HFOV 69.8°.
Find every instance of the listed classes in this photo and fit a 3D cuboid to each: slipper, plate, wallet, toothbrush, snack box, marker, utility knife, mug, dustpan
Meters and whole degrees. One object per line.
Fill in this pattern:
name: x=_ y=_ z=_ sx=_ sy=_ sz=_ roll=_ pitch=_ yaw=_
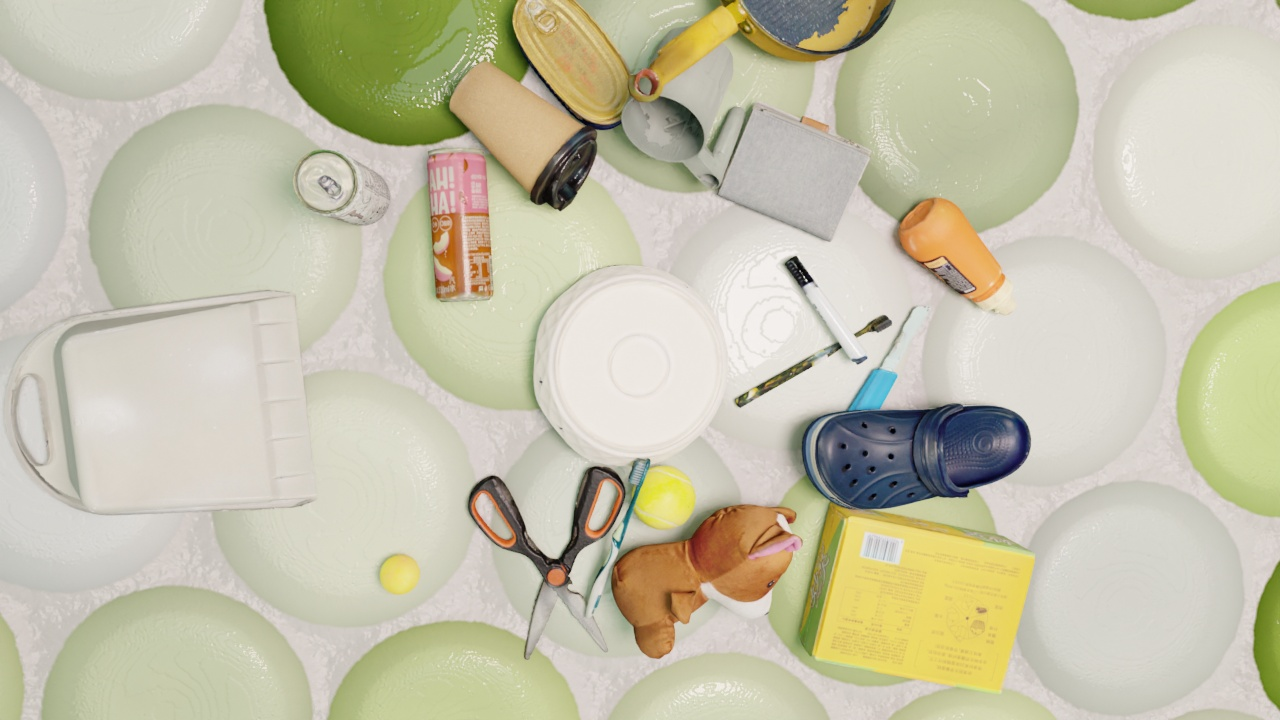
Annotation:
slipper: x=0.291 y=0.098 z=0.932 sx=0.252 sy=0.095 sz=0.105 roll=-4 pitch=90 yaw=-15
plate: x=-0.005 y=0.005 z=0.922 sx=0.204 sy=0.045 sz=0.205 roll=0 pitch=91 yaw=-12
wallet: x=0.157 y=-0.194 z=0.936 sx=0.129 sy=0.037 sz=0.107 roll=22 pitch=104 yaw=-5
toothbrush: x=0.182 y=0.002 z=0.964 sx=0.186 sy=0.017 sz=0.012 roll=-29 pitch=113 yaw=-2
toothbrush: x=-0.027 y=0.182 z=0.930 sx=0.018 sy=0.016 sz=0.192 roll=17 pitch=107 yaw=-12
snack box: x=0.288 y=0.249 z=0.968 sx=0.210 sy=0.070 sz=0.157 roll=12 pitch=94 yaw=-6
marker: x=0.192 y=-0.052 z=0.949 sx=0.018 sy=0.022 sz=0.130 roll=-35 pitch=89 yaw=11
utility knife: x=0.246 y=0.037 z=0.971 sx=0.034 sy=0.018 sz=0.223 roll=30 pitch=92 yaw=-17
mug: x=0.050 y=-0.244 z=0.889 sx=0.124 sy=0.084 sz=0.103 roll=41 pitch=56 yaw=-31
dustpan: x=-0.485 y=0.049 z=0.922 sx=0.257 sy=0.143 sz=0.223 roll=-8 pitch=96 yaw=-33

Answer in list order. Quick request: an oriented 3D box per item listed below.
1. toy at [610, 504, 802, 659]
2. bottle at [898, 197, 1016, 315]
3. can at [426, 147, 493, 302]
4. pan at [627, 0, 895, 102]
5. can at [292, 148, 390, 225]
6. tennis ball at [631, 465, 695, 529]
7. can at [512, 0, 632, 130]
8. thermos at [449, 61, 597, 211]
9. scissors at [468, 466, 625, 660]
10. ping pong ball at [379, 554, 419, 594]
toy: x=0.073 y=0.213 z=0.912 sx=0.200 sy=0.140 sz=0.130 roll=-36 pitch=99 yaw=6
bottle: x=0.335 y=-0.100 z=0.947 sx=0.149 sy=0.067 sz=0.067 roll=41 pitch=91 yaw=-14
can: x=-0.177 y=-0.132 z=0.904 sx=0.058 sy=0.058 sz=0.147 roll=-3 pitch=95 yaw=-4
pan: x=0.109 y=-0.339 z=0.852 sx=0.356 sy=0.078 sz=0.197 roll=-42 pitch=102 yaw=-15
can: x=-0.274 y=-0.158 z=0.850 sx=0.058 sy=0.146 sz=0.058 roll=0 pitch=95 yaw=-5
tennis ball: x=0.024 y=0.141 z=0.940 sx=0.065 sy=0.065 sz=0.065 roll=0 pitch=95 yaw=-4
can: x=-0.065 y=-0.294 z=0.902 sx=0.074 sy=0.049 sz=0.148 roll=-41 pitch=97 yaw=0
thermos: x=-0.112 y=-0.220 z=0.891 sx=0.143 sy=0.093 sz=0.093 roll=40 pitch=91 yaw=2
scissors: x=-0.092 y=0.202 z=0.962 sx=0.232 sy=0.021 sz=0.221 roll=38 pitch=97 yaw=-6
ping pong ball: x=-0.246 y=0.219 z=0.939 sx=0.040 sy=0.040 sz=0.040 roll=0 pitch=95 yaw=-4
